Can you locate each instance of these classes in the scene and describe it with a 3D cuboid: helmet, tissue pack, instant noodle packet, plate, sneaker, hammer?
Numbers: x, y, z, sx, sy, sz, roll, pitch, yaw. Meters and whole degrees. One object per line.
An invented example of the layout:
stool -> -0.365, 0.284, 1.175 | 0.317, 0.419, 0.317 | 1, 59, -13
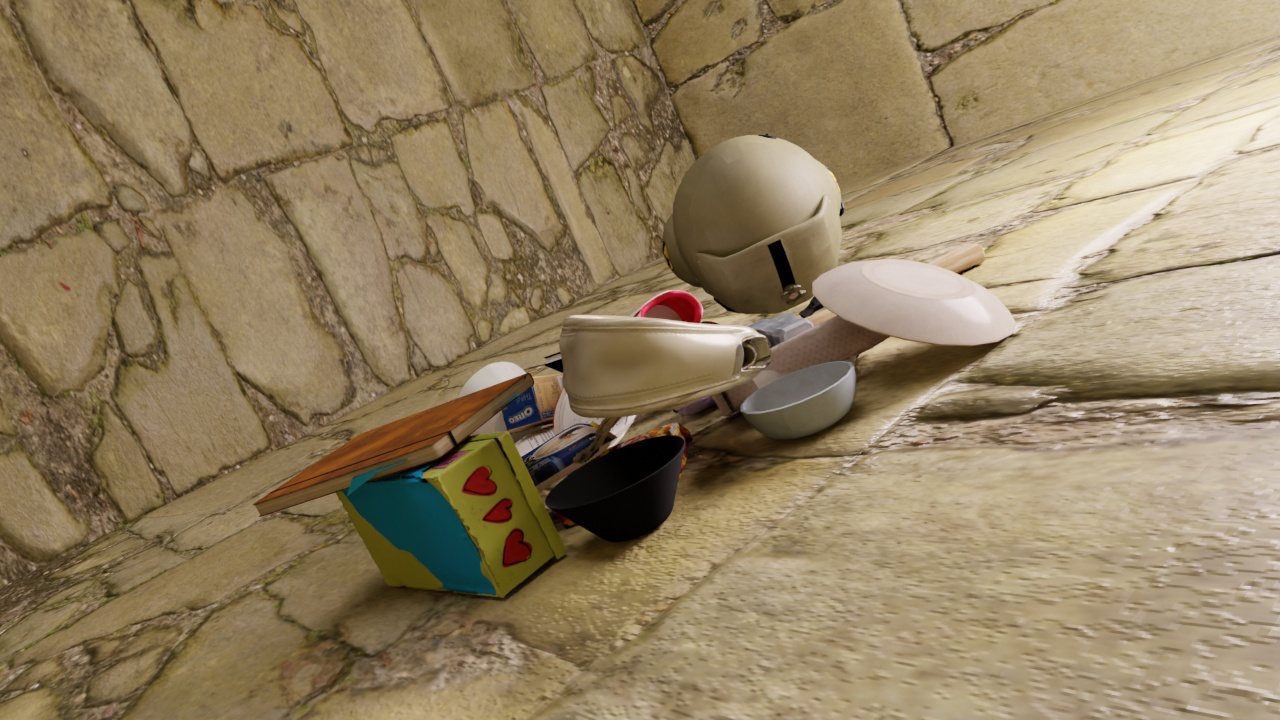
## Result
helmet -> 0.155, -0.166, 1.205 | 0.250, 0.255, 0.232 | -24, 6, 4
tissue pack -> 0.163, 0.007, 0.921 | 0.181, 0.071, 0.104 | -23, -6, -3
instant noodle packet -> -0.014, 0.104, 0.860 | 0.135, 0.040, 0.098 | -23, 13, 12
plate -> 0.259, -0.065, 0.868 | 0.188, 0.027, 0.188 | 5, 26, -3
sneaker -> -0.006, 0.006, 1.024 | 0.235, 0.090, 0.105 | -50, 4, -32
instant noodle packet -> -0.090, 0.102, 0.890 | 0.134, 0.026, 0.087 | -31, 15, -12
hammer -> 0.279, -0.073, 1.112 | 0.322, 0.051, 0.117 | -24, 9, -15

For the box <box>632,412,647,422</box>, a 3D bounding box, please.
box -> -0.027, 0.030, 1.129 | 0.103, 0.110, 0.129 | -15, 31, 33

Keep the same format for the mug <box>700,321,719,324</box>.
mug -> 0.074, 0.001, 1.121 | 0.105, 0.073, 0.082 | -36, 10, 0

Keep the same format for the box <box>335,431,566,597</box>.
box -> -0.173, 0.137, 0.815 | 0.082, 0.124, 0.222 | -35, 13, -39

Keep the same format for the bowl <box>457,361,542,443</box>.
bowl -> -0.174, 0.066, 1.180 | 0.116, 0.116, 0.066 | -29, 43, -30

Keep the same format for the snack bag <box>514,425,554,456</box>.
snack bag -> -0.112, 0.102, 1.097 | 0.144, 0.039, 0.131 | -24, 4, -10

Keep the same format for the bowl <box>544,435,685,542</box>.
bowl -> -0.011, 0.113, 0.751 | 0.124, 0.052, 0.124 | -23, 9, 4

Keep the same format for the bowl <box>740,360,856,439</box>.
bowl -> 0.145, 0.040, 0.815 | 0.106, 0.039, 0.106 | -23, 9, 4

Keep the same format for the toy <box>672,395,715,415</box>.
toy -> 0.082, 0.033, 1.016 | 0.100, 0.036, 0.080 | -20, 6, 16

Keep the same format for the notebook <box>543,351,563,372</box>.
notebook -> -0.005, -0.005, 1.244 | 0.207, 0.016, 0.149 | -18, -26, 32

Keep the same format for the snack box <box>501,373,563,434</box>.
snack box -> -0.096, 0.048, 1.162 | 0.056, 0.057, 0.206 | -18, -6, 27

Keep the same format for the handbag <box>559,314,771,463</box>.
handbag -> 0.008, 0.017, 0.863 | 0.184, 0.132, 0.229 | -4, 7, -19

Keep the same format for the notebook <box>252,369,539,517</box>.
notebook -> -0.225, 0.078, 0.844 | 0.250, 0.014, 0.178 | -19, 12, 29
